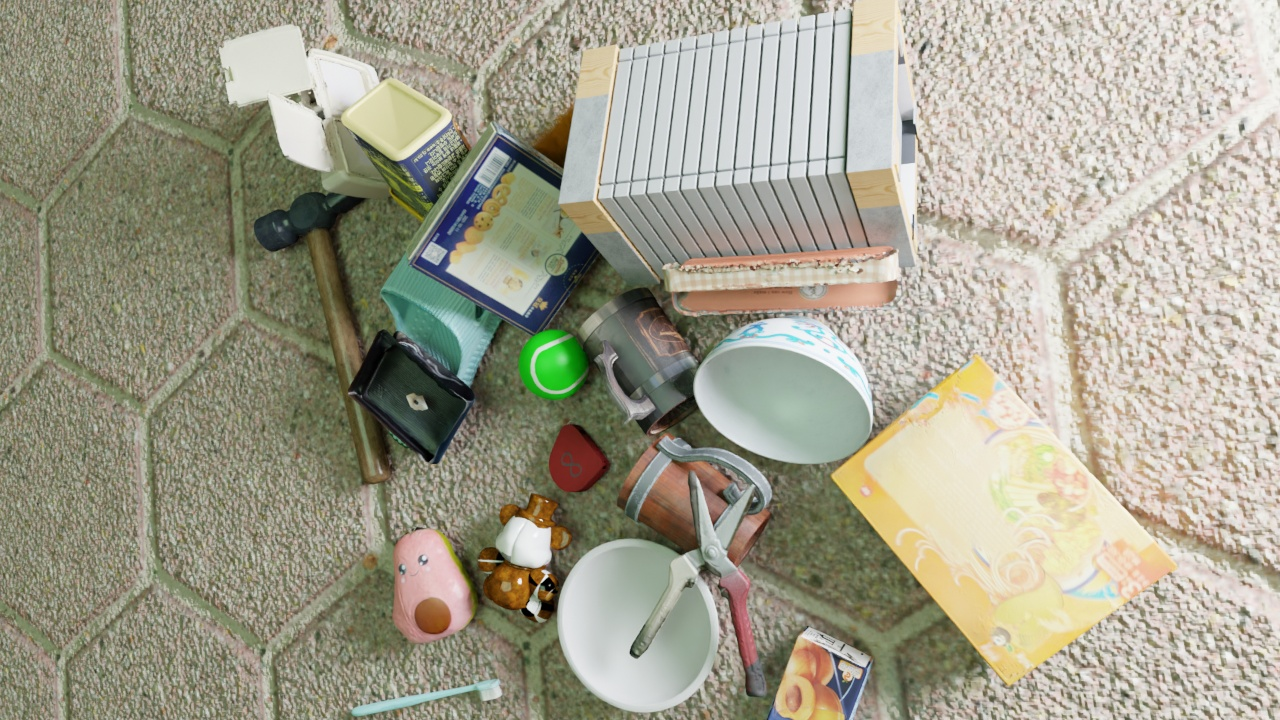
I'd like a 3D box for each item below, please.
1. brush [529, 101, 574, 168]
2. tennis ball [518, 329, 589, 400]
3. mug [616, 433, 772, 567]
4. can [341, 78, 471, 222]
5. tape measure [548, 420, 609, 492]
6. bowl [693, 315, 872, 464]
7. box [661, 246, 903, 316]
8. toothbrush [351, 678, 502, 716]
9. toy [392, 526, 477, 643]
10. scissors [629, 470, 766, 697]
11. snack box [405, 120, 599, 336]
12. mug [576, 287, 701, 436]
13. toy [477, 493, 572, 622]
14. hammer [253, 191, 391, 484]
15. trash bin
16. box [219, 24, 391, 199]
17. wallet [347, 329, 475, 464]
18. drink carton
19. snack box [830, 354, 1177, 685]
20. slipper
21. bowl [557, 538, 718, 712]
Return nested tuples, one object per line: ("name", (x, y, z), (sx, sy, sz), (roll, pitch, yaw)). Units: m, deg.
("brush", (-0.093, -0.188, 0.880), (0.048, 0.017, 0.126), (43, 91, 19))
("tennis ball", (-0.080, 0.004, 0.852), (0.065, 0.065, 0.065), (-1, 86, 23))
("mug", (0.051, 0.113, 0.773), (0.111, 0.081, 0.118), (34, 135, 17))
("can", (-0.207, -0.192, 0.868), (0.075, 0.104, 0.135), (-43, 50, -12))
("tape measure", (-0.063, 0.094, 0.865), (0.051, 0.019, 0.059), (-48, 64, 16))
("bowl", (0.123, 0.011, 0.749), (0.144, 0.144, 0.074), (7, 50, 23))
("box", (0.108, -0.059, 0.718), (0.187, 0.056, 0.067), (-2, 125, 21))
("toothbrush", (-0.217, 0.340, 0.918), (0.181, 0.016, 0.016), (-16, 90, 21))
("toy", (-0.209, 0.219, 0.901), (0.090, 0.051, 0.110), (-25, 77, 18))
("scissors", (0.050, 0.192, 0.749), (0.180, 0.015, 0.198), (-30, 91, 26))
("snack box", (-0.114, -0.116, 0.837), (0.144, 0.145, 0.042), (-52, 30, 12))
("mug", (-0.005, 0.005, 0.795), (0.080, 0.115, 0.107), (-45, 72, 32))
("toy", (-0.107, 0.182, 0.859), (0.087, 0.067, 0.112), (20, 85, 23))
("hammer", (-0.314, -0.026, 0.971), (0.129, 0.040, 0.321), (-19, 81, 17))
("trash bin", (0.085, -0.162, 0.730), (0.247, 0.142, 0.142), (-2, 68, 23))
("box", (-0.300, -0.241, 0.892), (0.081, 0.180, 0.143), (-19, 86, 27))
("wallet", (-0.219, 0.034, 0.883), (0.115, 0.026, 0.089), (40, 116, 9))
("drink carton", (0.140, 0.295, 0.757), (0.064, 0.040, 0.130), (21, 95, 23))
("snack box", (0.267, 0.114, 0.691), (0.145, 0.080, 0.195), (-43, 73, 15))
("slipper", (-0.198, -0.041, 0.905), (0.116, 0.069, 0.276), (23, 96, 19))
("bowl", (0.002, 0.231, 0.816), (0.150, 0.043, 0.149), (-1, 88, 20))
